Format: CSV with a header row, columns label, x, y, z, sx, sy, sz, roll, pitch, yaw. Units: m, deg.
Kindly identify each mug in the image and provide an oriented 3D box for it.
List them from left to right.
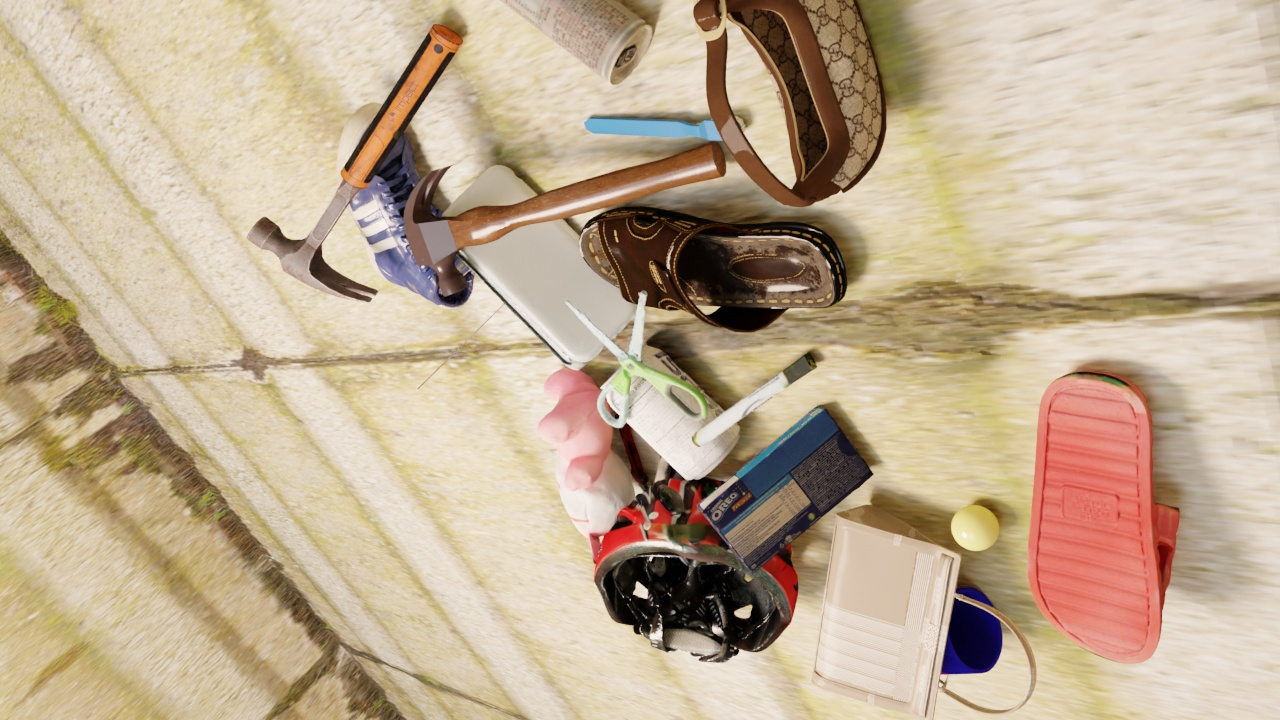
label,x,y,z,sx,sy,sz,roll,pitch,yaw
mug,0.289,0.252,0.904,0.084,0.079,0.111,-30,76,54

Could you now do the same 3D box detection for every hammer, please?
label,x,y,z,sx,sy,sz,roll,pitch,yaw
hammer,-0.259,-0.187,0.899,0.138,0.034,0.315,38,119,-12
hammer,-0.077,-0.139,0.809,0.324,0.033,0.115,-9,107,28

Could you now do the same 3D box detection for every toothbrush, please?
label,x,y,z,sx,sy,sz,roll,pitch,yaw
toothbrush,-0.169,-0.027,0.959,0.010,0.181,0.010,46,150,-9
toothbrush,0.016,-0.194,0.758,0.167,0.014,0.016,15,136,40

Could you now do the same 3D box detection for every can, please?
label,x,y,z,sx,sy,sz,roll,pitch,yaw
can,-0.059,-0.274,0.708,0.135,0.054,0.054,38,144,6
can,0.030,0.052,0.936,0.136,0.078,0.078,44,145,-2

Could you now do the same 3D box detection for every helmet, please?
label,x,y,z,sx,sy,sz,roll,pitch,yaw
helmet,0.063,0.220,0.991,0.217,0.166,0.272,11,148,6

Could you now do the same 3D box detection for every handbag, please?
label,x,y,z,sx,sy,sz,roll,pitch,yaw
handbag,0.093,-0.181,0.585,0.063,0.138,0.166,-2,124,43
handbag,0.261,0.249,0.836,0.198,0.062,0.176,18,107,45

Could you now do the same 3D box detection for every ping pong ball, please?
label,x,y,z,sx,sy,sz,roll,pitch,yaw
ping pong ball,0.296,0.148,0.811,0.040,0.040,0.040,26,141,23

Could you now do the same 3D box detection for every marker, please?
label,x,y,z,sx,sy,sz,roll,pitch,yaw
marker,0.104,0.039,0.856,0.147,0.017,0.017,-38,98,30

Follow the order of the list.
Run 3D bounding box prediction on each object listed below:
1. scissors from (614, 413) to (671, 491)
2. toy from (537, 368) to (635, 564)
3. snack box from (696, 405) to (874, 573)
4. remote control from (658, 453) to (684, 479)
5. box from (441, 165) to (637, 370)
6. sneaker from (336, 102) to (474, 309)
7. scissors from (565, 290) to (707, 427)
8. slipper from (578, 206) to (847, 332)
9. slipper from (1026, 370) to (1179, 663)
label,x,y,z,sx,sy,sz,roll,pitch,yaw
scissors,0.010,0.139,1.090,0.187,0.015,0.180,57,155,-6
toy,-0.059,0.119,1.064,0.084,0.141,0.213,-10,119,5
snack box,0.134,0.119,0.853,0.082,0.150,0.027,53,175,-9
remote control,0.047,0.139,1.068,0.046,0.009,0.124,16,136,33
box,-0.110,-0.087,0.948,0.215,0.106,0.125,47,170,0
sneaker,-0.239,-0.147,0.979,0.118,0.091,0.234,33,144,22
scissors,-0.011,0.007,0.862,0.171,0.023,0.168,42,138,-6
slipper,0.047,-0.077,0.789,0.268,0.075,0.113,10,133,37
slipper,0.356,0.117,0.708,0.104,0.059,0.249,5,115,42
